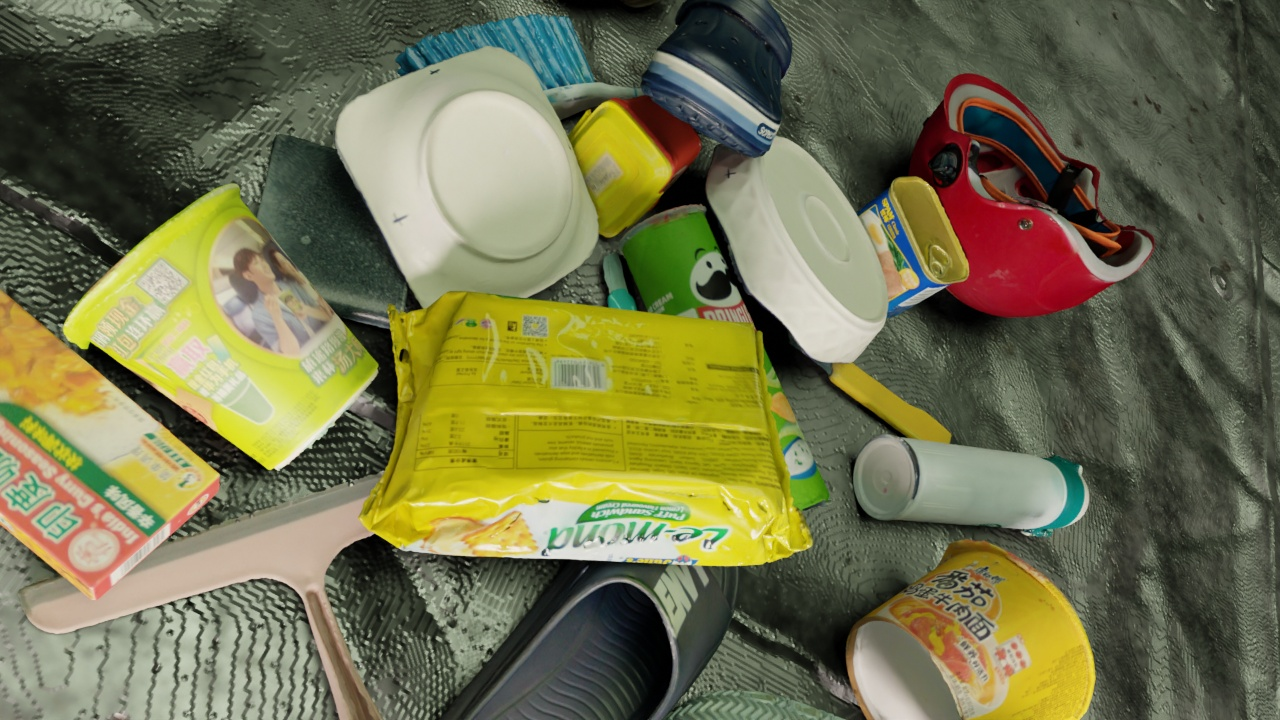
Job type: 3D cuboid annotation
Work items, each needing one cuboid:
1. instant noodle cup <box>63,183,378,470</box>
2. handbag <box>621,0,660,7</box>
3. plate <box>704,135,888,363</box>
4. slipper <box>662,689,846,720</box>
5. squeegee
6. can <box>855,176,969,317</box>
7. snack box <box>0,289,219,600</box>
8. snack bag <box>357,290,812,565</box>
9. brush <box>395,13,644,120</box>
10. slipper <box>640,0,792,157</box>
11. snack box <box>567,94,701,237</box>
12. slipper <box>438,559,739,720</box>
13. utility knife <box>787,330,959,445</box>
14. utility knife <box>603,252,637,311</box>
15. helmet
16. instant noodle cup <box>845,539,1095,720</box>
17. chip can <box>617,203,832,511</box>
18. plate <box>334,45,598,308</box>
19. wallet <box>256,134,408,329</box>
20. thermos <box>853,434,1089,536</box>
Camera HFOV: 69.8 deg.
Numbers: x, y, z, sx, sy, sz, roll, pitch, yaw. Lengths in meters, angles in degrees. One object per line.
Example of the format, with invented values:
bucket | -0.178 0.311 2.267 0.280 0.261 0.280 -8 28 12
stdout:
instant noodle cup | -0.209 -0.010 0.484 0.123 0.112 0.111 47 51 -15
handbag | -0.031 -0.401 0.785 0.147 0.100 0.204 6 65 -39
plate | 0.133 -0.095 0.733 0.204 0.046 0.204 35 39 -34
slipper | 0.120 0.268 0.549 0.245 0.104 0.074 17 101 2
squeegee | -0.138 0.183 0.461 0.247 0.040 0.249 -16 62 -33
can | 0.226 -0.097 0.810 0.057 0.083 0.102 -12 75 -35
snack box | -0.293 0.036 0.445 0.156 0.027 0.076 41 52 -2
snack bag | -0.029 0.034 0.538 0.246 0.068 0.157 5 52 -11
brush | -0.039 -0.220 0.724 0.313 0.061 0.109 -30 92 -41
slipper | 0.070 -0.229 0.686 0.105 0.095 0.252 27 26 -6
snack box | -0.008 -0.151 0.685 0.082 0.091 0.079 49 45 0
slipper | -0.012 0.174 0.534 0.110 0.084 0.267 51 53 -4
utility knife | 0.196 0.028 0.774 0.202 0.015 0.033 35 55 -15
utility knife | -0.004 0.004 0.661 0.029 0.013 0.182 1 69 -36
helmet | 0.335 -0.139 0.866 0.206 0.144 0.239 -2 55 -36
instant noodle cup | 0.218 0.210 0.636 0.109 0.138 0.138 -15 76 -27
chip can | 0.059 0.008 0.663 0.072 0.072 0.236 -15 77 -36
plate | -0.099 -0.118 0.602 0.163 0.034 0.164 -36 109 -34
wallet | -0.192 -0.083 0.581 0.097 0.019 0.120 15 59 -25
thermos | 0.282 0.107 0.762 0.224 0.073 0.073 9 64 -29
